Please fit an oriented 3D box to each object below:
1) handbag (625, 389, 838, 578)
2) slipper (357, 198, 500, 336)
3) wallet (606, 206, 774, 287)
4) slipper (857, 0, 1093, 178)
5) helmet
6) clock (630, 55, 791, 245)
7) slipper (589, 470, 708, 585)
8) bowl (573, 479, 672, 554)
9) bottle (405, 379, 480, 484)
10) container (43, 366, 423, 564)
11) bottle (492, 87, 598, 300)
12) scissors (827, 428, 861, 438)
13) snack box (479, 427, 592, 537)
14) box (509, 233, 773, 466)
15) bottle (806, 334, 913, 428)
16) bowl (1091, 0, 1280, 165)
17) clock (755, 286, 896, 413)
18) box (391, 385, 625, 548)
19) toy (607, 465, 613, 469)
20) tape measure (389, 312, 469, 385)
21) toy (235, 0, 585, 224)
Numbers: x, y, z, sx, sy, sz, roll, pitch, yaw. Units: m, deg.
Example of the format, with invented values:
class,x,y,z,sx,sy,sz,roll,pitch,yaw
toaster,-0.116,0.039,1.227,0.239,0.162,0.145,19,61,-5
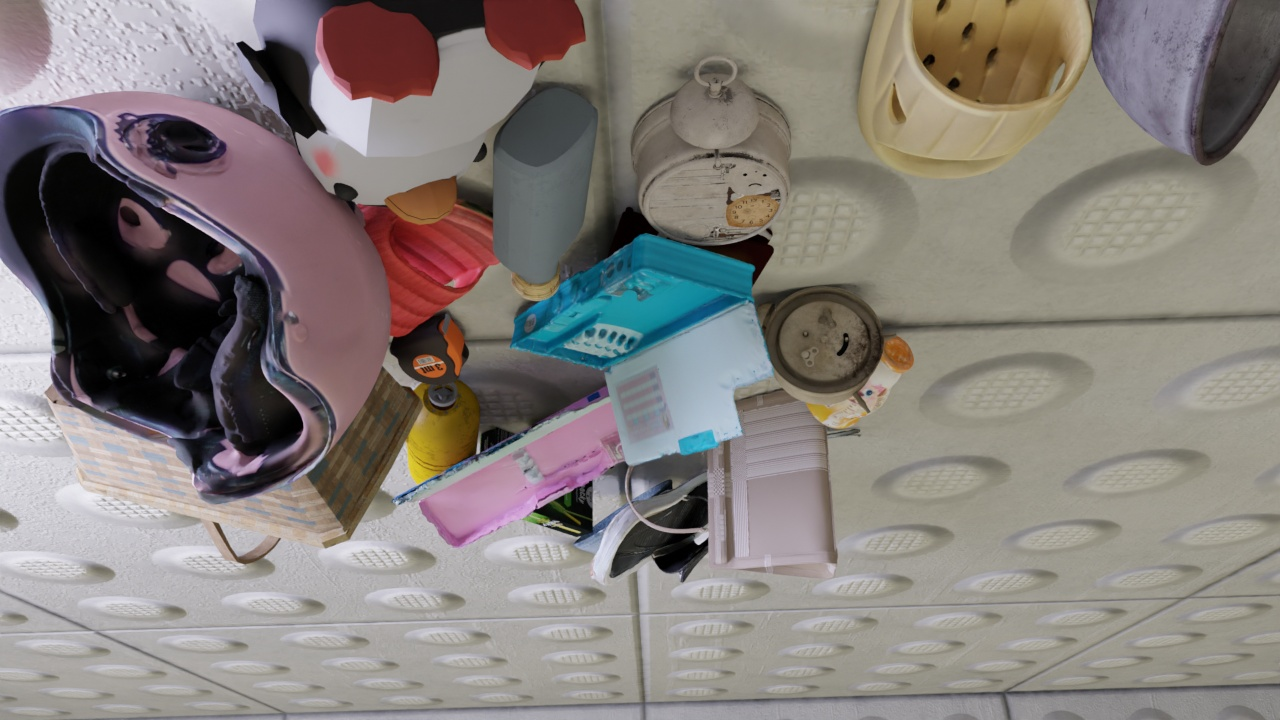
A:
class,x,y,z,sx,sy,sz,roll,pitch,yaw
handbag,0.083,0.119,0.890,0.198,0.175,0.062,-3,153,7
slipper,-0.205,-0.054,0.680,0.249,0.059,0.103,-17,148,27
wallet,0.034,-0.076,0.696,0.115,0.018,0.092,7,150,-11
slipper,0.178,-0.166,0.481,0.111,0.079,0.262,-2,151,7
helmet,-0.259,-0.055,0.551,0.255,0.152,0.231,35,135,1
clock,0.045,-0.124,0.563,0.103,0.061,0.157,-2,153,2
slipper,0.045,0.186,0.991,0.263,0.063,0.111,-4,122,-55
bowl,-0.006,0.199,1.069,0.137,0.057,0.137,-33,177,-2
bottle,-0.192,0.067,0.884,0.071,0.071,0.164,4,150,-10
container,-0.310,0.062,0.735,0.250,0.157,0.187,9,141,15
bottle,-0.065,-0.096,0.597,0.046,0.072,0.162,31,151,9
scissors,0.150,0.083,0.989,0.162,0.014,0.117,-23,145,38
snack box,-0.111,0.135,0.999,0.025,0.080,0.147,-24,144,34
box,0.008,-0.011,0.699,0.170,0.085,0.228,45,150,-13
bottle,0.196,0.017,0.821,0.063,0.063,0.109,12,149,-23
bowl,0.269,-0.174,0.442,0.067,0.145,0.145,30,172,37
clock,0.131,-0.014,0.754,0.141,0.092,0.054,19,162,15
box,-0.109,0.087,0.861,0.230,0.062,0.160,-28,150,0
toy,-0.067,0.090,0.969,0.094,0.036,0.094,-4,145,15
tape measure,-0.176,-0.011,0.783,0.058,0.038,0.059,-13,135,19
toy,-0.128,-0.152,0.470,0.158,0.140,0.184,-24,172,-26
